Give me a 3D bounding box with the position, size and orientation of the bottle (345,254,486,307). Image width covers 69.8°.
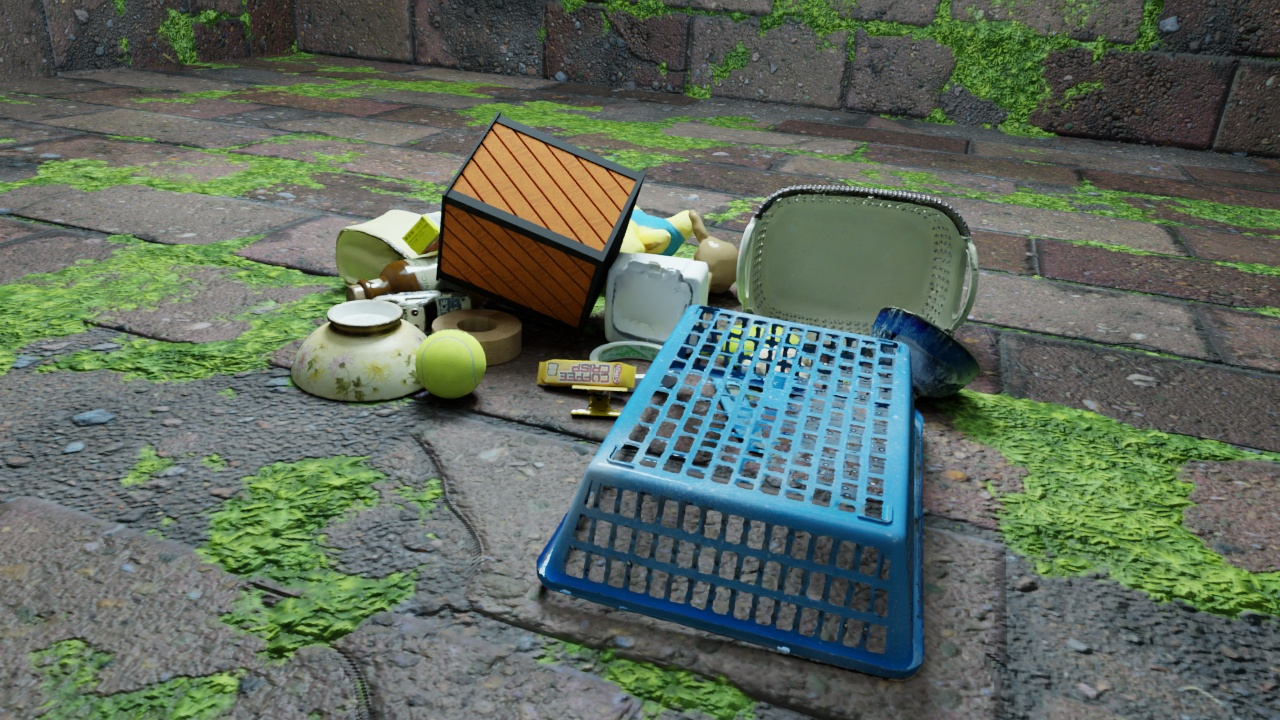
[{"bbox_3d":[-0.255,-0.082,1.042,0.156,0.068,0.068,-15,30,-36],"label":"bottle"}]

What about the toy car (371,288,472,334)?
[{"bbox_3d":[-0.237,-0.050,0.994,0.112,0.048,0.040,-7,26,-23],"label":"toy car"}]

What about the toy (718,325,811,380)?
[{"bbox_3d":[0.134,-0.003,0.953,0.092,0.043,0.117,-1,28,-22],"label":"toy"}]

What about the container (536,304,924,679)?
[{"bbox_3d":[0.099,0.063,0.717,0.257,0.089,0.361,11,27,12],"label":"container"}]

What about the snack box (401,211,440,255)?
[{"bbox_3d":[-0.233,-0.156,1.095,0.029,0.040,0.147,46,17,-2],"label":"snack box"}]

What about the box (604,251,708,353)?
[{"bbox_3d":[0.014,-0.058,0.985,0.107,0.103,0.095,8,26,8],"label":"box"}]

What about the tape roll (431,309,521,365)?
[{"bbox_3d":[-0.173,-0.025,0.974,0.094,0.027,0.093,3,24,-2],"label":"tape roll"}]

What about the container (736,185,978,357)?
[{"bbox_3d":[0.238,-0.105,1.041,0.252,0.185,0.143,6,15,7],"label":"container"}]

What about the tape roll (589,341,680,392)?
[{"bbox_3d":[-0.006,0.005,0.941,0.094,0.018,0.093,3,24,-1],"label":"tape roll"}]

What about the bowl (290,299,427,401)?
[{"bbox_3d":[-0.269,-0.018,0.899,0.145,0.063,0.145,3,24,-1],"label":"bowl"}]

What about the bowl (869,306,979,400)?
[{"bbox_3d":[0.272,0.003,0.917,0.114,0.060,0.114,36,-6,4],"label":"bowl"}]

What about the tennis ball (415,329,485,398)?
[{"bbox_3d":[-0.178,0.003,0.861,0.065,0.065,0.065,3,24,-2],"label":"tennis ball"}]

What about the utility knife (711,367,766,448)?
[{"bbox_3d":[0.094,0.043,0.878,0.031,0.015,0.174,-3,25,-7],"label":"utility knife"}]

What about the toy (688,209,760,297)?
[{"bbox_3d":[0.116,-0.122,1.165,0.108,0.134,0.106,-1,-18,-10],"label":"toy"}]

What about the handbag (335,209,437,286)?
[{"bbox_3d":[-0.302,-0.131,1.140,0.111,0.081,0.119,16,24,9],"label":"handbag"}]

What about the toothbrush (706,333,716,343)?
[{"bbox_3d":[0.074,-0.026,0.967,0.013,0.013,0.167,-1,3,5],"label":"toothbrush"}]

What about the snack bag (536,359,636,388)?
[{"bbox_3d":[-0.054,0.014,0.894,0.099,0.026,0.020,3,-12,13],"label":"snack bag"}]

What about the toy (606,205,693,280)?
[{"bbox_3d":[-0.032,-0.156,1.227,0.149,0.084,0.213,17,29,26],"label":"toy"}]

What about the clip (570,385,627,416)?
[{"bbox_3d":[-0.039,0.034,0.862,0.054,0.048,0.046,2,49,0],"label":"clip"}]

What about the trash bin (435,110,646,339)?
[{"bbox_3d":[-0.110,-0.146,1.000,0.172,0.140,0.139,23,55,0],"label":"trash bin"}]
